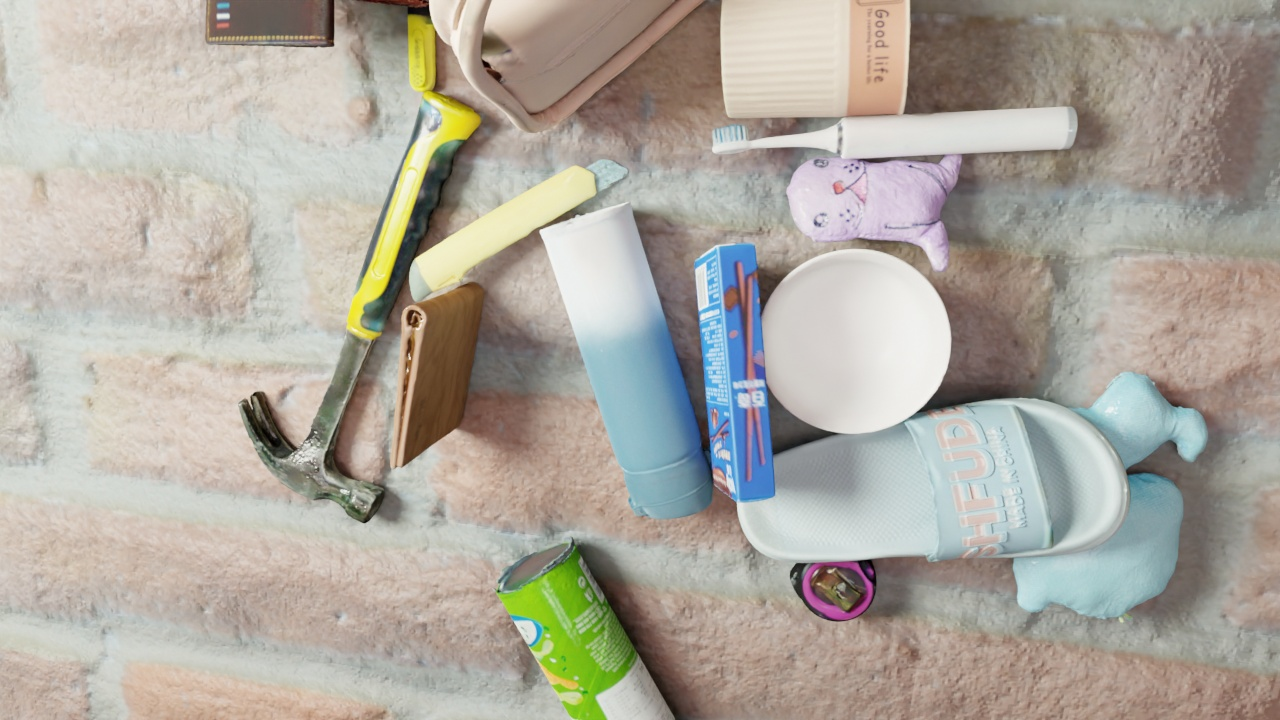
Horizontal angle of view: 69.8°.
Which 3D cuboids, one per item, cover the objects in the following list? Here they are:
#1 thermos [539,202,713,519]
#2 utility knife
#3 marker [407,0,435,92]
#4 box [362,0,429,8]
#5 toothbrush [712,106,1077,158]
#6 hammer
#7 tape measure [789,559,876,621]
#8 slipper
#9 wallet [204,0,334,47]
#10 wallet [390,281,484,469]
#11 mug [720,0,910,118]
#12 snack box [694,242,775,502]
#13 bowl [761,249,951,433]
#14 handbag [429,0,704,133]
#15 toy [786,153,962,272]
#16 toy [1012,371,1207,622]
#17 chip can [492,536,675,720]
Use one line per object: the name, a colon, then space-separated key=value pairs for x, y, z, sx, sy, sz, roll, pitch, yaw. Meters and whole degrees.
thermos: x=-0.004 y=0.004 z=0.632 sx=0.070 sy=0.070 sz=0.220 roll=-16 pitch=102 yaw=13
utility knife: x=-0.088 y=-0.094 z=0.632 sx=0.173 sy=0.019 sz=0.031 roll=-29 pitch=101 yaw=8
marker: x=-0.149 y=-0.245 z=0.618 sx=0.018 sy=0.015 sz=0.124 roll=4 pitch=103 yaw=10
box: x=-0.207 y=-0.282 z=0.587 sx=0.168 sy=0.079 sz=0.091 roll=13 pitch=106 yaw=19
toothbrush: x=0.156 y=-0.141 z=0.575 sx=0.221 sy=0.027 sz=0.026 roll=-2 pitch=84 yaw=5
hammer: x=-0.200 y=-0.040 z=0.671 sx=0.126 sy=0.031 sz=0.324 roll=26 pitch=107 yaw=2
tape measure: x=0.140 y=0.157 z=0.657 sx=0.058 sy=0.039 sz=0.057 roll=35 pitch=107 yaw=0
slipper: x=0.178 y=0.081 z=0.594 sx=0.246 sy=0.074 sz=0.104 roll=-11 pitch=75 yaw=20
wallet: x=-0.222 y=-0.251 z=0.547 sx=0.096 sy=0.020 sz=0.122 roll=9 pitch=103 yaw=21
wallet: x=-0.142 y=0.008 z=0.638 sx=0.020 sy=0.101 sz=0.115 roll=13 pitch=107 yaw=9
mug: x=0.105 y=-0.204 z=0.556 sx=0.106 sy=0.081 sz=0.114 roll=0 pitch=83 yaw=11
snack box: x=0.059 y=0.007 z=0.592 sx=0.026 sy=0.084 sz=0.157 roll=-5 pitch=90 yaw=-6
bowl: x=0.137 y=-0.018 z=0.600 sx=0.118 sy=0.064 sz=0.118 roll=3 pitch=105 yaw=9
handbag: x=-0.034 y=-0.214 z=0.492 sx=0.194 sy=0.233 sz=0.093 roll=-38 pitch=97 yaw=16
toy: x=0.147 y=-0.099 z=0.587 sx=0.108 sy=0.039 sz=0.083 roll=7 pitch=73 yaw=7
toy: x=0.310 y=0.100 z=0.609 sx=0.161 sy=0.049 sz=0.156 roll=-30 pitch=92 yaw=6
chip can: x=-0.024 y=0.250 z=0.694 sx=0.072 sy=0.072 sz=0.236 roll=-26 pitch=98 yaw=15
